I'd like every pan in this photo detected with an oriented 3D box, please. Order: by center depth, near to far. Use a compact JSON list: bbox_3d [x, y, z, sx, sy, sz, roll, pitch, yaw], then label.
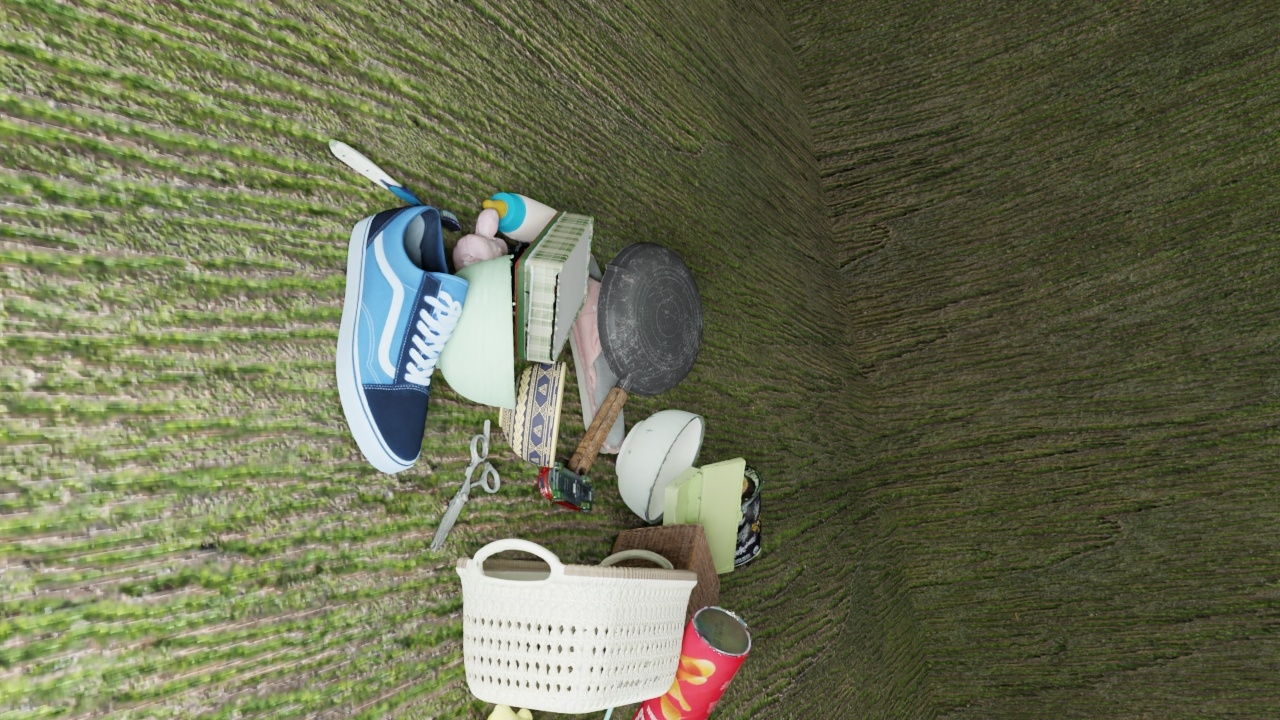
[{"bbox_3d":[-0.007,0.007,1.156,0.207,0.040,0.355,50,53,-38],"label":"pan"}]

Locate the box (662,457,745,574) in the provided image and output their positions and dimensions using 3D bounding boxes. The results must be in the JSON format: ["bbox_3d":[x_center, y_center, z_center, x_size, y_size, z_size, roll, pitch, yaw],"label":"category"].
[{"bbox_3d":[0.077,0.224,1.228,0.140,0.044,0.188,-17,122,-33],"label":"box"}]

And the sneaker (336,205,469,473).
[{"bbox_3d":[-0.200,-0.028,0.798,0.083,0.098,0.241,26,54,-60],"label":"sneaker"}]

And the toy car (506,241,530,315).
[{"bbox_3d":[-0.144,-0.087,1.023,0.034,0.046,0.111,52,32,-40],"label":"toy car"}]

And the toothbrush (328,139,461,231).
[{"bbox_3d":[-0.236,-0.170,0.900,0.189,0.016,0.017,33,38,-58],"label":"toothbrush"}]

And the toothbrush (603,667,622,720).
[{"bbox_3d":[-0.020,0.340,0.990,0.016,0.016,0.181,9,104,-57],"label":"toothbrush"}]

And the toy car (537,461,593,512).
[{"bbox_3d":[-0.085,0.145,1.040,0.091,0.036,0.042,39,43,-55],"label":"toy car"}]

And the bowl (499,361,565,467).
[{"bbox_3d":[-0.116,0.054,0.973,0.112,0.061,0.112,-176,-87,-86],"label":"bowl"}]

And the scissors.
[{"bbox_3d":[-0.172,0.117,0.888,0.170,0.014,0.095,-29,106,-69],"label":"scissors"}]

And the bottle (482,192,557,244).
[{"bbox_3d":[-0.139,-0.166,1.066,0.146,0.051,0.051,10,68,-65],"label":"bottle"}]

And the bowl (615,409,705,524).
[{"bbox_3d":[0.019,0.129,1.194,0.153,0.073,0.154,-52,156,-34],"label":"bowl"}]

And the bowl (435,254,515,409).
[{"bbox_3d":[-0.159,-0.026,0.886,0.151,0.077,0.151,177,-89,-81],"label":"bowl"}]

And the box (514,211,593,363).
[{"bbox_3d":[-0.094,-0.085,1.012,0.205,0.050,0.118,-72,171,-63],"label":"box"}]

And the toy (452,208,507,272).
[{"bbox_3d":[-0.169,-0.113,0.978,0.109,0.047,0.063,-73,150,-51],"label":"toy"}]

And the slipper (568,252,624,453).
[{"bbox_3d":[-0.048,-0.016,1.187,0.114,0.054,0.274,8,72,-65],"label":"slipper"}]

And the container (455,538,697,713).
[{"bbox_3d":[-0.059,0.248,0.878,0.246,0.185,0.142,24,66,-59],"label":"container"}]

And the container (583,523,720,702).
[{"bbox_3d":[0.021,0.301,1.098,0.198,0.114,0.113,-67,141,-52],"label":"container"}]

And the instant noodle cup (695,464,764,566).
[{"bbox_3d":[0.118,0.230,1.346,0.137,0.137,0.112,-60,142,-58],"label":"instant noodle cup"}]

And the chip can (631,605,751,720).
[{"bbox_3d":[0.039,0.367,0.974,0.233,0.073,0.073,-65,169,24],"label":"chip can"}]

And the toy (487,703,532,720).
[{"bbox_3d":[-0.126,0.380,0.795,0.170,0.065,0.154,39,55,-45],"label":"toy"}]
